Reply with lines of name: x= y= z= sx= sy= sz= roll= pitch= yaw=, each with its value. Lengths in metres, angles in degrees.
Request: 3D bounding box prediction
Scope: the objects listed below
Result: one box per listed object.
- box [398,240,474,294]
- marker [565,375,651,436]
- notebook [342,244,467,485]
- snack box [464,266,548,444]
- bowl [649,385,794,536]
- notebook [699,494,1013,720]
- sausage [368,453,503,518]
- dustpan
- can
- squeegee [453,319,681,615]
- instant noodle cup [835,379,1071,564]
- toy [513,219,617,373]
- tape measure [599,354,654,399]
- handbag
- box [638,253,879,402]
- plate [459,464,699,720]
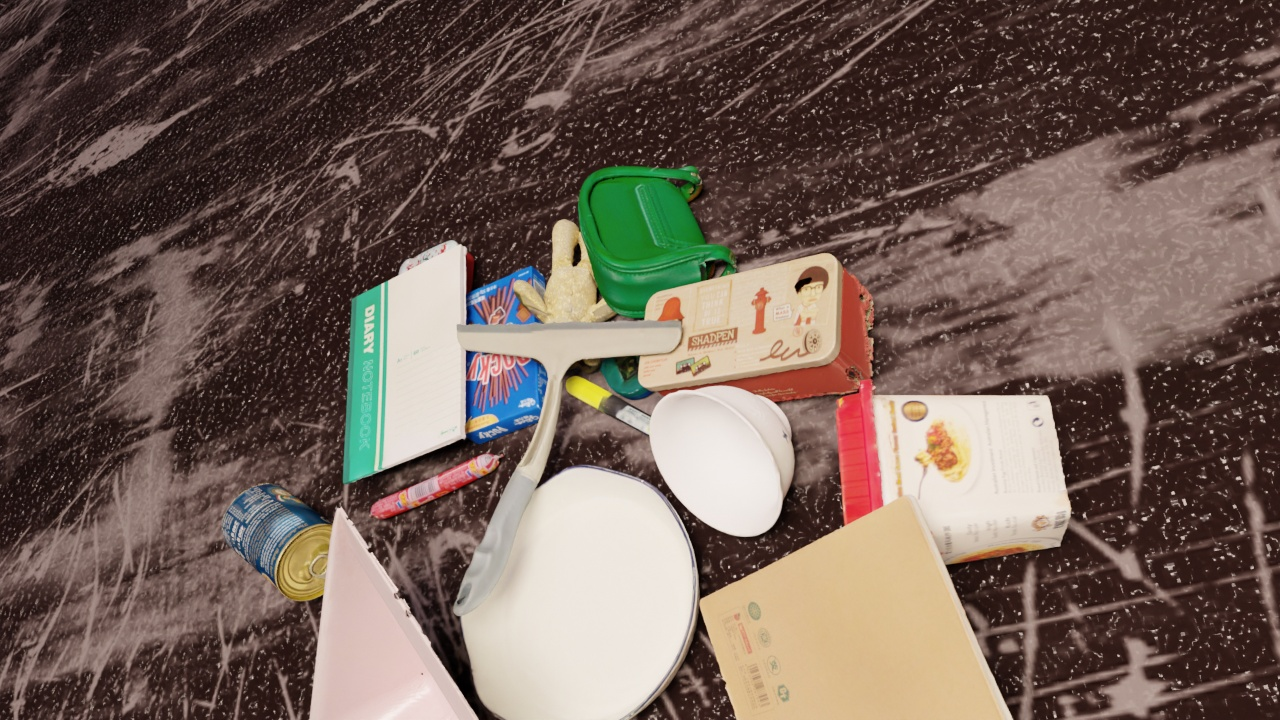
box: x=-0.216 y=-0.025 z=0.913 sx=0.087 sy=0.048 sz=0.200 roll=-13 pitch=61 yaw=27
marker: x=-0.016 y=0.042 z=0.775 sx=0.124 sy=0.015 sz=0.018 roll=26 pitch=82 yaw=35
notebook: x=-0.225 y=0.002 z=0.877 sx=0.151 sy=0.012 sz=0.208 roll=-22 pitch=57 yaw=25
snack box: x=-0.127 y=-0.007 z=0.860 sx=0.085 sy=0.026 sz=0.157 roll=-21 pitch=57 yaw=22
bowl: x=0.071 y=0.061 z=0.667 sx=0.118 sy=0.118 sz=0.064 roll=20 pitch=39 yaw=38
notebook: x=0.114 y=0.183 z=0.536 sx=0.208 sy=0.008 sz=0.147 roll=-44 pitch=57 yaw=47
sausage: x=-0.189 y=0.117 z=0.841 sx=0.156 sy=0.020 sz=0.020 roll=-25 pitch=55 yaw=20
dustpan: x=-0.185 y=0.280 z=0.637 sx=0.138 sy=0.274 sz=0.222 roll=-31 pitch=44 yaw=-22
can: x=-0.338 y=0.170 z=0.872 sx=0.111 sy=0.075 sz=0.075 roll=20 pitch=78 yaw=38
squeegee: x=-0.092 y=0.085 z=0.730 sx=0.247 sy=0.039 sz=0.246 roll=0 pitch=64 yaw=37
instant noodle cup: x=0.191 y=0.074 z=0.571 sx=0.124 sy=0.116 sz=0.116 roll=-7 pitch=62 yaw=16
toy: x=-0.063 y=-0.061 z=0.833 sx=0.105 sy=0.066 sz=0.157 roll=10 pitch=61 yaw=-9
tape measure: x=-0.005 y=0.005 z=0.778 sx=0.058 sy=0.025 sz=0.054 roll=-40 pitch=51 yaw=10
handbag: x=0.010 y=-0.109 z=0.789 sx=0.120 sy=0.068 sz=0.131 roll=-15 pitch=52 yaw=-6
box: x=0.091 y=-0.015 z=0.704 sx=0.169 sy=0.079 sz=0.091 roll=-10 pitch=62 yaw=35
plate: x=-0.043 y=0.183 z=0.699 sx=0.205 sy=0.045 sz=0.204 roll=-15 pitch=58 yaw=26
